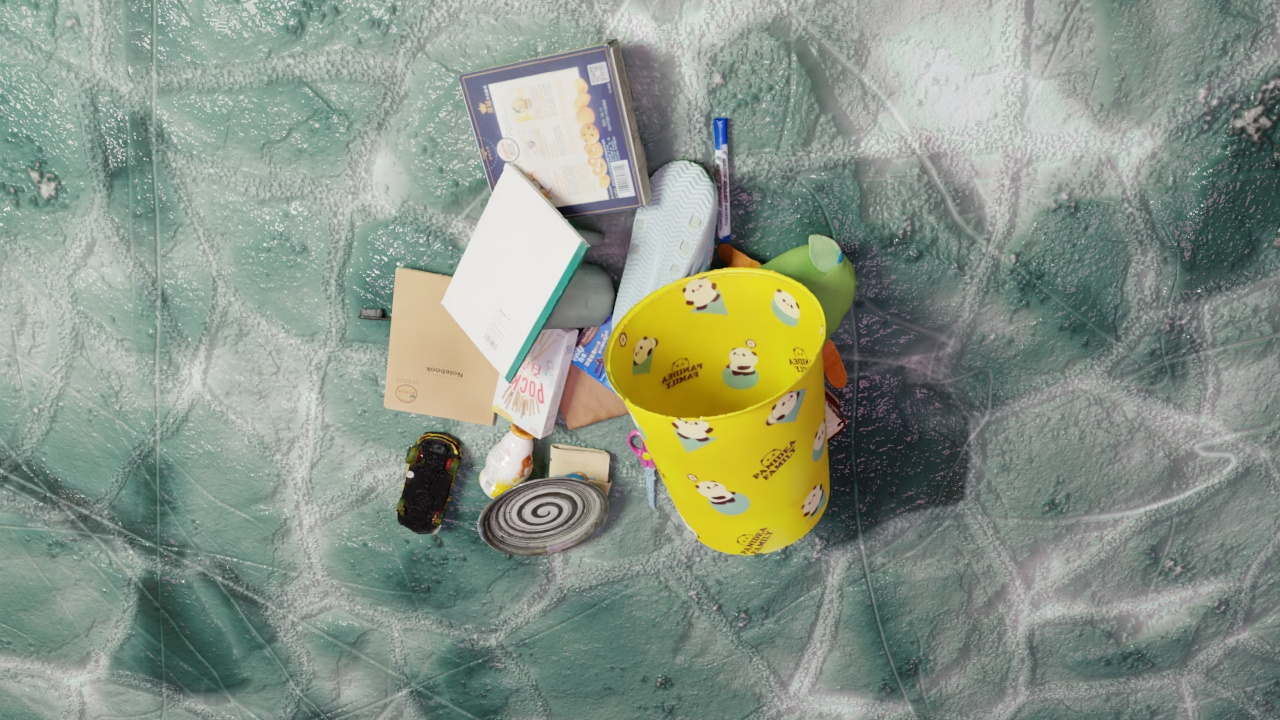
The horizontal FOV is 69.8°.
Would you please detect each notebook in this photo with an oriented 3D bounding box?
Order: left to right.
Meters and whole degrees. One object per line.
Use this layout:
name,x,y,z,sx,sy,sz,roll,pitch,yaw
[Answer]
notebook,-0.248,-0.013,1.178,0.148,0.008,0.208,10,119,-6
notebook,-0.150,-0.097,1.053,0.150,0.012,0.210,48,123,22

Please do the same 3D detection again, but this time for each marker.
marker,0.096,-0.211,1.079,0.017,0.016,0.146,-3,116,3

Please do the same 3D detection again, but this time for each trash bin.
trash bin,0.104,0.067,1.017,0.230,0.229,0.255,-12,130,7

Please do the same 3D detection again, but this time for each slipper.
slipper,0.037,-0.112,1.081,0.074,0.104,0.245,4,108,-49

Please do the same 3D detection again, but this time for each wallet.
wallet,-0.084,0.170,1.266,0.087,0.024,0.115,8,116,3
wallet,-0.065,0.029,1.199,0.101,0.020,0.115,-16,111,10

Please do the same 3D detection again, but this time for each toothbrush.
toothbrush,-0.265,-0.060,1.165,0.189,0.014,0.016,-1,90,1

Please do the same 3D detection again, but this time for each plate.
plate,-0.131,0.206,1.239,0.179,0.024,0.180,-10,137,-9

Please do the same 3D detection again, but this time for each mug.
mug,-0.089,-0.096,1.084,0.084,0.103,0.124,21,105,37

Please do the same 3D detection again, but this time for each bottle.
bottle,-0.174,0.134,1.227,0.063,0.063,0.109,21,115,-8

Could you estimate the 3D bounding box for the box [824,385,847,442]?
box,0.178,0.098,1.192,0.091,0.076,0.169,42,109,-17

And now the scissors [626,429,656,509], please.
scissors,0.013,0.151,1.256,0.057,0.017,0.133,3,120,16

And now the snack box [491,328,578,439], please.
snack box,-0.136,0.014,1.169,0.085,0.026,0.157,28,117,22

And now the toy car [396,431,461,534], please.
toy car,-0.292,0.170,1.260,0.071,0.041,0.156,16,113,-6

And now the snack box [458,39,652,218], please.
snack box,-0.093,-0.250,1.030,0.183,0.045,0.178,-4,116,19

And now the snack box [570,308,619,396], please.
snack box,-0.007,0.007,1.147,0.157,0.026,0.085,35,110,3

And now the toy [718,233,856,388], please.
toy,0.164,-0.049,1.109,0.227,0.089,0.247,47,117,1
